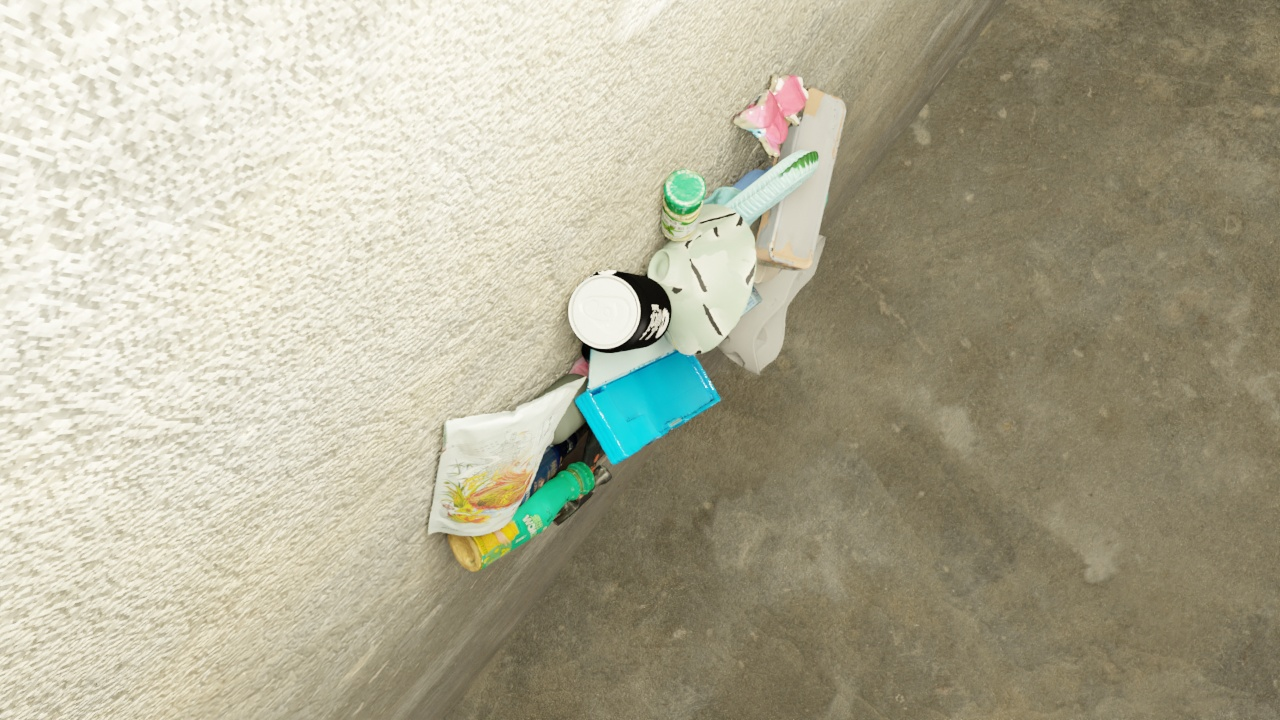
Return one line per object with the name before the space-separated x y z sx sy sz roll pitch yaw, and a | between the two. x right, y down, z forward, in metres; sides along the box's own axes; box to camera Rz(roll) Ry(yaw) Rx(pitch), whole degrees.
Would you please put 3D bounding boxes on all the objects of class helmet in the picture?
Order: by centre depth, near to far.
helmet | 0.240 -0.120 1.687 0.283 0.184 0.223 -49 180 34

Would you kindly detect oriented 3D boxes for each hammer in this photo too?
hammer | -0.074 0.144 1.330 0.132 0.033 0.334 -41 165 -28

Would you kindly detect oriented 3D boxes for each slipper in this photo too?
slipper | 0.100 -0.173 1.093 0.277 0.069 0.115 -40 178 43

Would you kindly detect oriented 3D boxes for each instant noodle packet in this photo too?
instant noodle packet | -0.146 0.108 0.952 0.146 0.057 0.270 -22 159 -29

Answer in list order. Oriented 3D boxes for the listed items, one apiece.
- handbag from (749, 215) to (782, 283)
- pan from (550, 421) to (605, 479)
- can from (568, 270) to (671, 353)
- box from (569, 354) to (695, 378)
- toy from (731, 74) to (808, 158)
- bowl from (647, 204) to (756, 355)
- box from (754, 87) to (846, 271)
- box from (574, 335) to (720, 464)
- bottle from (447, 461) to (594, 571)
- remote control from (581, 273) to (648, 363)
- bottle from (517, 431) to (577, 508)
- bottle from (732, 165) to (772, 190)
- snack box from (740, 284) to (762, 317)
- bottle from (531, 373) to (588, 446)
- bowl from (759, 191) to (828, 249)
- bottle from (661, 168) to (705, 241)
handbag | 0.200 -0.224 1.400 0.198 0.101 0.194 -66 169 13
pan | -0.109 0.129 1.334 0.354 0.043 0.249 -37 163 -42
can | -0.019 -0.049 0.932 0.080 0.080 0.146 -53 172 10
box | -0.004 0.007 1.203 0.231 0.098 0.100 -41 168 -51
toy | 0.140 -0.265 0.986 0.102 0.065 0.050 -51 -155 -25
bowl | 0.046 -0.097 1.019 0.067 0.174 0.175 11 126 -35
box | 0.190 -0.224 1.144 0.107 0.095 0.216 7 97 -58
box | 0.006 0.010 1.120 0.064 0.174 0.242 -7 -171 33
bottle | -0.147 0.194 1.186 0.209 0.068 0.068 -27 158 -40
remote control | -0.024 -0.056 1.093 0.140 0.021 0.046 -52 171 -34
bottle | -0.135 0.132 1.168 0.160 0.056 0.056 -41 167 -54
bottle | 0.152 -0.226 1.222 0.130 0.048 0.048 -45 170 -39
snack box | 0.084 -0.045 1.428 0.227 0.059 0.059 -38 176 17
bottle | -0.096 0.060 1.061 0.108 0.060 0.060 -41 167 -53
bowl | 0.199 -0.207 1.271 0.121 0.046 0.121 -33 154 -19
bottle | 0.042 -0.157 0.944 0.042 0.042 0.110 -50 173 -11
